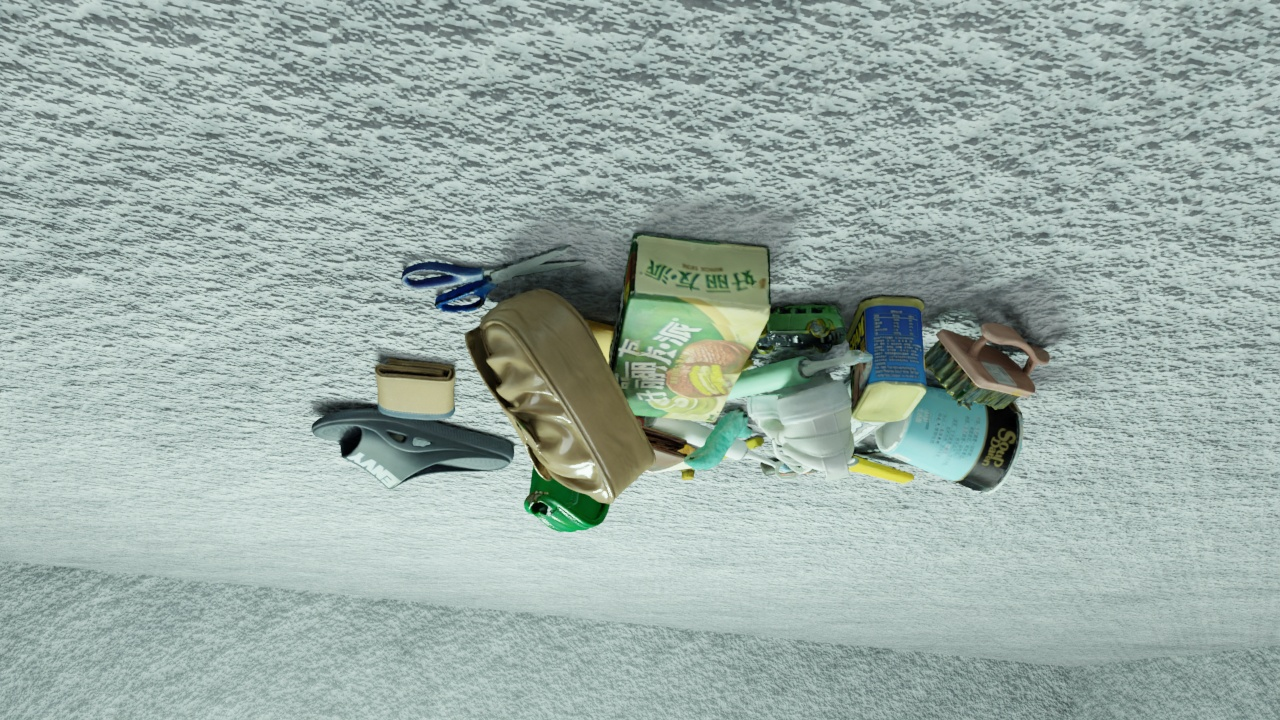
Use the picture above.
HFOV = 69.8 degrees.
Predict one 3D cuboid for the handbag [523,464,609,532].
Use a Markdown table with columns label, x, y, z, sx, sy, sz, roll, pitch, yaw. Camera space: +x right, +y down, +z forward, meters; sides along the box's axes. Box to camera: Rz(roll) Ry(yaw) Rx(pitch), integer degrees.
| label | x | y | z | sx | sy | sz | roll | pitch | yaw |
| --- | --- | --- | --- | --- | --- | --- | --- | --- | --- |
| handbag | -0.096 | 0.147 | 1.158 | 0.068 | 0.131 | 0.120 | -17 | 146 | 32 |

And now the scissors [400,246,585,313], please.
| label | x | y | z | sx | sy | sz | roll | pitch | yaw |
| --- | --- | --- | --- | --- | --- | --- | --- | --- | --- |
| scissors | -0.125 | -0.070 | 0.809 | 0.171 | 0.012 | 0.141 | 4 | 155 | -3 |

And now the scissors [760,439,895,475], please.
| label | x | y | z | sx | sy | sz | roll | pitch | yaw |
| --- | --- | --- | --- | --- | --- | --- | --- | --- | --- |
| scissors | 0.248 | 0.127 | 1.192 | 0.234 | 0.021 | 0.222 | 22 | 151 | -35 |

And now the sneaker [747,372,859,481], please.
| label | x | y | z | sx | sy | sz | roll | pitch | yaw |
| --- | --- | --- | --- | --- | --- | --- | --- | --- | --- |
| sneaker | 0.162 | 0.067 | 0.891 | 0.089 | 0.090 | 0.242 | -17 | 180 | 0 |

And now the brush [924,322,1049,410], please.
| label | x | y | z | sx | sy | sz | roll | pitch | yaw |
| --- | --- | --- | --- | --- | --- | --- | --- | --- | --- |
| brush | 0.323 | 0.005 | 0.835 | 0.145 | 0.063 | 0.073 | 10 | 130 | -45 |

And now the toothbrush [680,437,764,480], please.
| label | x | y | z | sx | sy | sz | roll | pitch | yaw |
| --- | --- | --- | --- | --- | --- | --- | --- | --- | --- |
| toothbrush | 0.106 | 0.134 | 1.236 | 0.015 | 0.016 | 0.191 | 14 | 155 | -25 |

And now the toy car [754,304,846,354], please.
| label | x | y | z | sx | sy | sz | roll | pitch | yaw |
| --- | --- | --- | --- | --- | --- | --- | --- | --- | --- |
| toy car | 0.139 | -0.029 | 0.829 | 0.091 | 0.036 | 0.043 | -4 | 157 | 13 |

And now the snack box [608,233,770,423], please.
| label | x | y | z | sx | sy | sz | roll | pitch | yaw |
| --- | --- | --- | --- | --- | --- | --- | --- | --- | --- |
| snack box | 0.035 | -0.020 | 0.823 | 0.114 | 0.063 | 0.241 | 6 | 154 | -5 |

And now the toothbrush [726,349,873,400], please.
| label | x | y | z | sx | sy | sz | roll | pitch | yaw |
| --- | --- | --- | --- | --- | --- | --- | --- | --- | --- |
| toothbrush | 0.135 | 0.013 | 0.867 | 0.027 | 0.026 | 0.225 | 4 | 169 | -27 |

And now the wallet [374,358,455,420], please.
| label | x | y | z | sx | sy | sz | roll | pitch | yaw |
| --- | --- | --- | --- | --- | --- | --- | --- | --- | --- |
| wallet | -0.256 | 0.034 | 1.046 | 0.090 | 0.033 | 0.115 | 5 | 156 | -10 |

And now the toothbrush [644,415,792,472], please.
| label | x | y | z | sx | sy | sz | roll | pitch | yaw |
| --- | --- | --- | --- | --- | --- | --- | --- | --- | --- |
| toothbrush | 0.102 | 0.104 | 1.132 | 0.221 | 0.026 | 0.026 | 23 | 163 | -27 |

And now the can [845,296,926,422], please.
| label | x | y | z | sx | sy | sz | roll | pitch | yaw |
| --- | --- | --- | --- | --- | --- | --- | --- | --- | --- |
| can | 0.221 | 0.002 | 0.827 | 0.057 | 0.083 | 0.102 | 2 | 157 | 3 |

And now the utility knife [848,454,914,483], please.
| label | x | y | z | sx | sy | sz | roll | pitch | yaw |
| --- | --- | --- | --- | --- | --- | --- | --- | --- | --- |
| utility knife | 0.299 | 0.138 | 1.176 | 0.153 | 0.015 | 0.033 | 18 | 156 | -37 |

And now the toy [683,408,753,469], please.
| label | x | y | z | sx | sy | sz | roll | pitch | yaw |
| --- | --- | --- | --- | --- | --- | --- | --- | --- | --- |
| toy | 0.099 | 0.095 | 1.087 | 0.092 | 0.030 | 0.096 | -52 | 150 | 11 |

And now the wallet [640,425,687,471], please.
| label | x | y | z | sx | sy | sz | roll | pitch | yaw |
| --- | --- | --- | --- | --- | --- | --- | --- | --- | --- |
| wallet | -0.017 | 0.106 | 1.105 | 0.124 | 0.032 | 0.101 | 15 | 156 | -19 |

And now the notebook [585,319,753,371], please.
| label | x | y | z | sx | sy | sz | roll | pitch | yaw |
| --- | --- | --- | --- | --- | --- | --- | --- | --- | --- |
| notebook | -0.006 | 0.006 | 0.965 | 0.206 | 0.010 | 0.146 | 13 | 155 | -19 |

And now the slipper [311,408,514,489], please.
| label | x | y | z | sx | sy | sz | roll | pitch | yaw |
| --- | --- | --- | --- | --- | --- | --- | --- | --- | --- |
| slipper | -0.294 | 0.126 | 1.204 | 0.267 | 0.083 | 0.111 | 15 | 153 | -27 |

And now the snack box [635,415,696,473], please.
| label | x | y | z | sx | sy | sz | roll | pitch | yaw |
| --- | --- | --- | --- | --- | --- | --- | --- | --- | --- |
| snack box | 0.003 | 0.111 | 1.186 | 0.077 | 0.027 | 0.155 | -12 | 152 | 32 |

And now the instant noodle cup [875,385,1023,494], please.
| label | x | y | z | sx | sy | sz | roll | pitch | yaw |
| --- | --- | --- | --- | --- | --- | --- | --- | --- | --- |
| instant noodle cup | 0.319 | 0.073 | 0.969 | 0.120 | 0.111 | 0.111 | 17 | 155 | -8 |

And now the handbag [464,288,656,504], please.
| label | x | y | z | sx | sy | sz | roll | pitch | yaw |
| --- | --- | --- | --- | --- | --- | --- | --- | --- | --- |
| handbag | -0.078 | 0.036 | 0.832 | 0.148 | 0.099 | 0.204 | 14 | 137 | 56 |

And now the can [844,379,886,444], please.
| label | x | y | z | sx | sy | sz | roll | pitch | yaw |
| --- | --- | --- | --- | --- | --- | --- | --- | --- | --- |
| can | 0.227 | 0.057 | 0.986 | 0.058 | 0.058 | 0.147 | 8 | 156 | -11 |
